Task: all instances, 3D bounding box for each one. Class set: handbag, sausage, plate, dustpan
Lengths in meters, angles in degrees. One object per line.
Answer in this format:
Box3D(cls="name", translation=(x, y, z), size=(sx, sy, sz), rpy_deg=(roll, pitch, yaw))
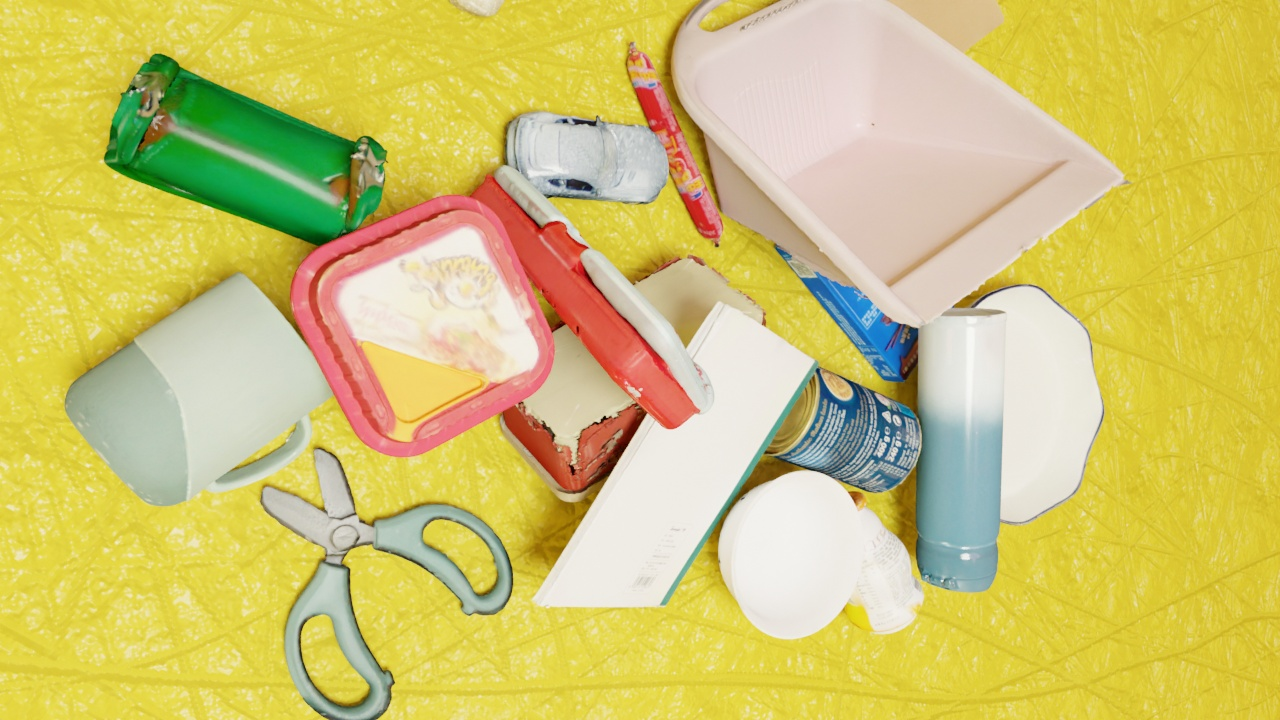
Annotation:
Box3D(cls="handbag", translation=(-0.198, -0.109, 0.475), size=(0.131, 0.120, 0.068), rpy_deg=(21, 85, -27))
Box3D(cls="sausage", translation=(0.024, -0.151, 0.652), size=(0.020, 0.020, 0.156), rpy_deg=(-32, 105, -24))
Box3D(cls="plate", translation=(0.319, 0.037, 0.798), size=(0.204, 0.046, 0.205), rpy_deg=(0, 90, -28))
Box3D(cls="dustpan", translation=(0.152, -0.167, 0.618), size=(0.222, 0.274, 0.139), rpy_deg=(-35, 131, -27))

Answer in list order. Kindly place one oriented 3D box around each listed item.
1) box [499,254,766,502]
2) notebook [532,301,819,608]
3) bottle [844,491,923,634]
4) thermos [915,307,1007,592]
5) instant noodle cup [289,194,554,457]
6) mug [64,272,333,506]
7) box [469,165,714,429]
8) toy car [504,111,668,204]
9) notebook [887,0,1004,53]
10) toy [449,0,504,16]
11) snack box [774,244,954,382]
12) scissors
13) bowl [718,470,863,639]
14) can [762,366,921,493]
Box3D(cls="box", translation=(-0.004, 0.003, 0.584), size=(0.168, 0.091, 0.079), rpy_deg=(-32, 146, -24))
Box3D(cls="notebook", translation=(0.032, 0.072, 0.590), size=(0.209, 0.012, 0.150), rpy_deg=(-58, 146, 6))
Box3D(cls="bottle", translation=(0.176, 0.155, 0.712), size=(0.063, 0.063, 0.108), rpy_deg=(-31, 105, -24))
Box3D(cls="thermos", translation=(0.245, 0.069, 0.705), size=(0.070, 0.070, 0.220), rpy_deg=(-8, 101, -28))
Box3D(cls="instant noodle cup", translation=(-0.126, -0.020, 0.511), size=(0.116, 0.124, 0.116), rpy_deg=(-29, 103, -21))
Box3D(cls="mug", translation=(-0.227, 0.027, 0.491), size=(0.106, 0.082, 0.112), rpy_deg=(-41, 140, -22))
Box3D(cls="box", translation=(-0.028, -0.042, 0.527), size=(0.048, 0.201, 0.087), rpy_deg=(-43, 140, 0))
Box3D(cls="toy car", translation=(-0.033, -0.134, 0.612), size=(0.120, 0.037, 0.054), rpy_deg=(-1, 90, -32))
Box3D(cls="notebook", translation=(0.216, -0.342, 0.758), size=(0.147, 0.008, 0.208), rpy_deg=(-39, 108, -22))
Box3D(cls="toy", translation=(-0.077, -0.291, 0.576), size=(0.157, 0.066, 0.105), rpy_deg=(-64, 148, -8))
Box3D(cls="snack box", translation=(0.182, -0.065, 0.733), size=(0.157, 0.026, 0.084), rpy_deg=(47, 71, -21))
Box3D(cls="scissors", translation=(-0.168, 0.144, 0.553), size=(0.174, 0.019, 0.177), rpy_deg=(34, 76, -26))
Box3D(cls="bowl", translation=(0.097, 0.135, 0.668), size=(0.118, 0.065, 0.118), rpy_deg=(-2, 94, -30))
Box3D(cls="can", translation=(0.146, 0.051, 0.688), size=(0.111, 0.075, 0.075), rpy_deg=(22, 81, -27))
